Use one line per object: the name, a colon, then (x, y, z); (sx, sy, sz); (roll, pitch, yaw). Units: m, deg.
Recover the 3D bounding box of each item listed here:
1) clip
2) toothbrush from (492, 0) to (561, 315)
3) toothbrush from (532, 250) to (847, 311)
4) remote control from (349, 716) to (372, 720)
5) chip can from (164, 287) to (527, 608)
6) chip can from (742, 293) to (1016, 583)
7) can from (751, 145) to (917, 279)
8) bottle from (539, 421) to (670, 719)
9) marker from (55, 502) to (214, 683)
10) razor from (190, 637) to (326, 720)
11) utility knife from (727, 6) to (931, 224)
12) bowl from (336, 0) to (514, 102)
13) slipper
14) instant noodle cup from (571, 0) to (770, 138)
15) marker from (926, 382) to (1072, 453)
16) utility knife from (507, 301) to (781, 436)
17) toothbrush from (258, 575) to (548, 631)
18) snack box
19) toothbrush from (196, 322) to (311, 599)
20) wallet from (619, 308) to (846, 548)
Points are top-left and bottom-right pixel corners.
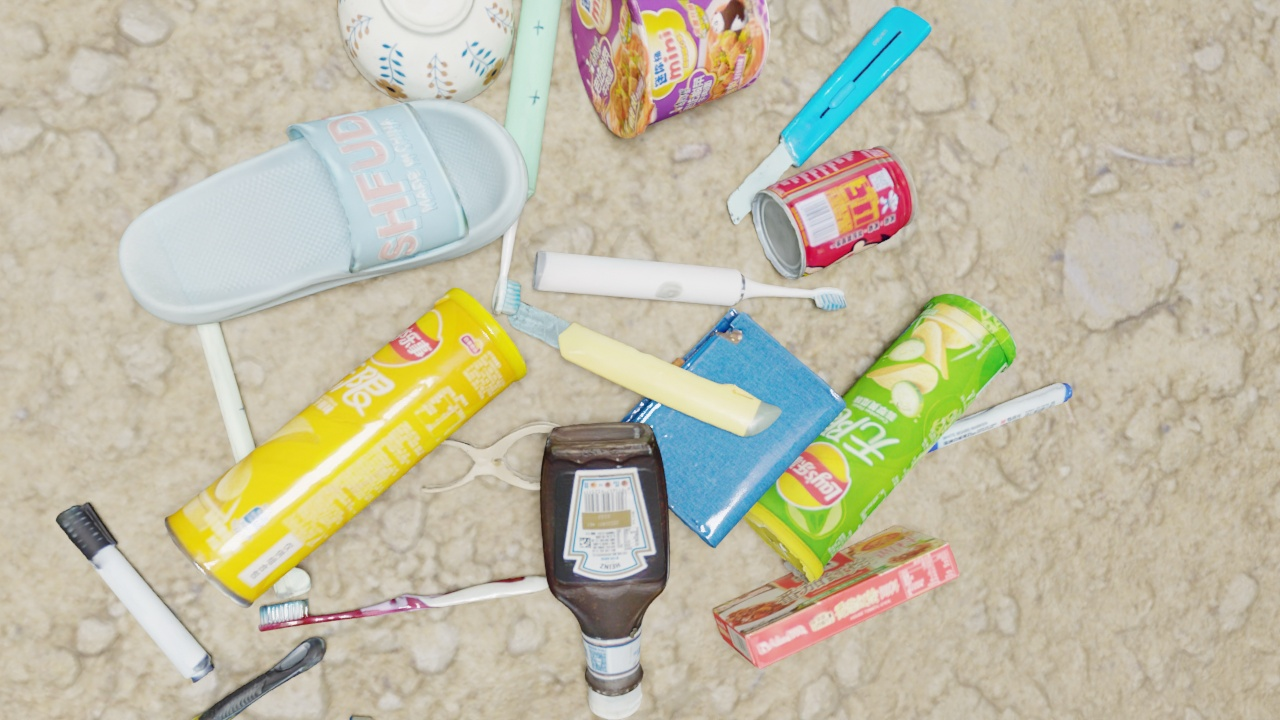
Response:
clip: (-0.090, 0.076, 0.597); (0.104, 0.035, 0.081); (-19, 94, -7)
toothbrush: (-0.077, -0.141, 0.601); (0.027, 0.026, 0.224); (9, 88, -31)
toothbrush: (0.038, -0.052, 0.627); (0.221, 0.027, 0.026); (4, 51, -13)
remote control: (-0.180, 0.289, 0.569); (0.024, 0.049, 0.125); (9, 88, -15)
chip can: (-0.168, 0.048, 0.547); (0.213, 0.072, 0.072); (-42, 98, -16)
chip can: (0.164, 0.048, 0.631); (0.221, 0.073, 0.072); (-45, 99, -9)
can: (0.133, -0.102, 0.627); (0.093, 0.066, 0.066); (-24, 95, -11)
bottle: (-0.020, 0.136, 0.583); (0.080, 0.044, 0.195); (-3, 107, -1)
marker: (-0.305, 0.141, 0.557); (0.022, 0.018, 0.131); (-39, 98, -19)
razor: (-0.259, 0.215, 0.567); (0.142, 0.022, 0.042); (-30, 52, -14)
utility knife: (0.131, -0.174, 0.652); (0.034, 0.018, 0.206); (43, 83, -10)
bowl: (-0.132, -0.222, 0.572); (0.113, 0.062, 0.113); (0, 89, -14)
slipper: (-0.189, -0.095, 0.548); (0.245, 0.074, 0.104); (-22, 83, -10)
instant noodle cup: (0.021, -0.208, 0.588); (0.099, 0.112, 0.111); (-19, 94, -22)
marker: (0.255, 0.045, 0.679); (0.145, 0.017, 0.017); (-18, 94, -11)
utility knife: (-0.004, 0.003, 0.594); (0.195, 0.020, 0.031); (25, 76, 4)
toothbrush: (-0.148, 0.153, 0.593); (0.187, 0.016, 0.017); (-6, 81, -12)
snack box: (0.130, 0.157, 0.622); (0.152, 0.075, 0.025); (-21, 93, -11)
toothbrush: (-0.244, 0.056, 0.570); (0.029, 0.020, 0.189); (-16, 92, 21)
wallet: (0.054, 0.042, 0.610); (0.106, 0.040, 0.133); (42, 80, 15)
